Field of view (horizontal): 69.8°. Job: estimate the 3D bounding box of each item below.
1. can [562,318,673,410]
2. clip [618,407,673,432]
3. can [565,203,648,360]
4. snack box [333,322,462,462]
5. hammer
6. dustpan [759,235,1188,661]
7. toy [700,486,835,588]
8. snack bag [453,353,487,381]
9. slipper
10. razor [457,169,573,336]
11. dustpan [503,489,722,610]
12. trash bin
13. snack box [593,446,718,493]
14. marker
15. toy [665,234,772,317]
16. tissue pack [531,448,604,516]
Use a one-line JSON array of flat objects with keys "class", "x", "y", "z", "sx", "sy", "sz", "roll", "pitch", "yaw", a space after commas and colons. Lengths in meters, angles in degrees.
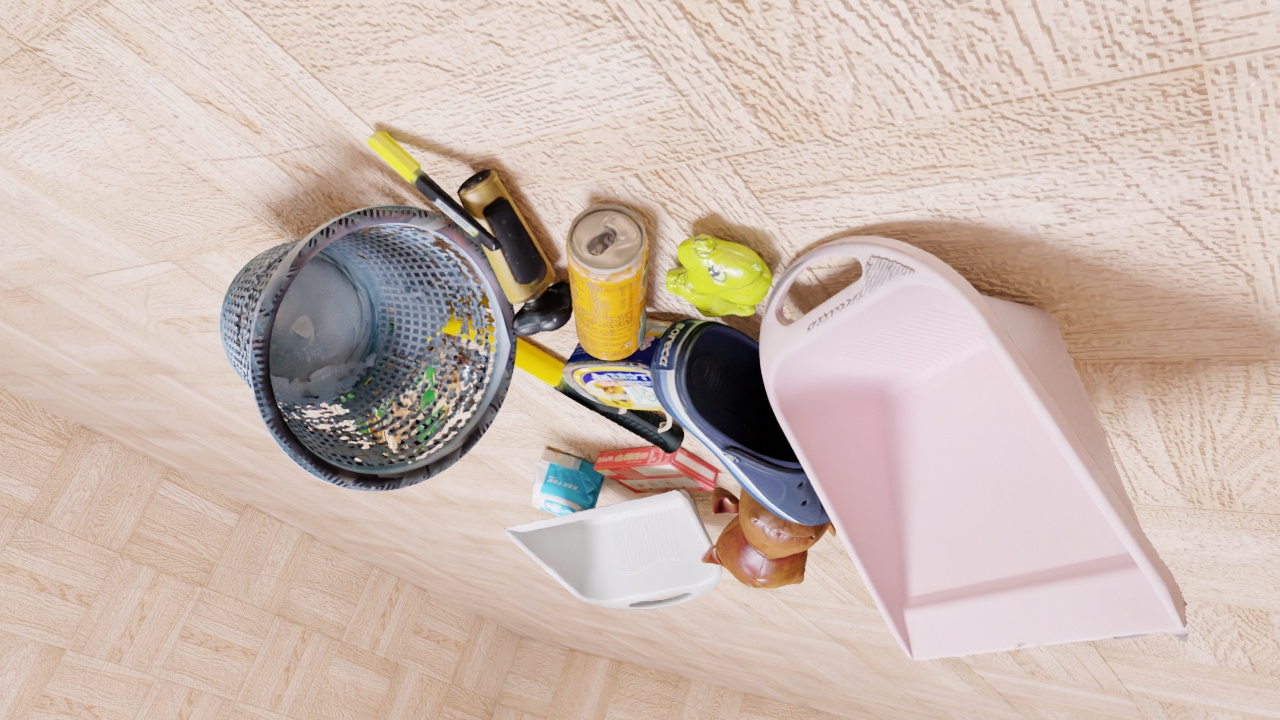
[{"class": "can", "x": -0.005, "y": 0.005, "z": 0.801, "sx": 0.148, "sy": 0.049, "sz": 0.074, "roll": 0, "pitch": 143, "yaw": 47}, {"class": "clip", "x": 0.009, "y": 0.030, "z": 0.882, "sx": 0.094, "sy": 0.034, "sz": 0.102, "roll": 15, "pitch": 152, "yaw": 9}, {"class": "can", "x": -0.024, "y": -0.055, "z": 0.692, "sx": 0.058, "sy": 0.058, "sz": 0.146, "roll": 17, "pitch": 156, "yaw": 7}, {"class": "snack box", "x": -0.267, "y": 0.026, "z": 0.964, "sx": 0.106, "sy": 0.117, "sz": 0.118, "roll": 24, "pitch": 140, "yaw": 20}, {"class": "hammer", "x": -0.079, "y": 0.017, "z": 0.924, "sx": 0.300, "sy": 0.032, "sz": 0.129, "roll": 31, "pitch": 155, "yaw": -24}, {"class": "dustpan", "x": 0.176, "y": 0.062, "z": 0.601, "sx": 0.138, "sy": 0.273, "sz": 0.223, "roll": 6, "pitch": 154, "yaw": -27}, {"class": "toy", "x": 0.143, "y": 0.181, "z": 1.009, "sx": 0.140, "sy": 0.130, "sz": 0.200, "roll": 18, "pitch": 135, "yaw": 9}, {"class": "snack bag", "x": -0.211, "y": 0.012, "z": 1.023, "sx": 0.045, "sy": 0.026, "sz": 0.106, "roll": 40, "pitch": 148, "yaw": -24}, {"class": "slipper", "x": 0.110, "y": 0.049, "z": 0.743, "sx": 0.095, "sy": 0.105, "sz": 0.253, "roll": 9, "pitch": 154, "yaw": 49}, {"class": "razor", "x": -0.094, "y": -0.080, "z": 0.704, "sx": 0.067, "sy": 0.062, "sz": 0.167, "roll": 43, "pitch": 166, "yaw": 35}, {"class": "dustpan", "x": -0.010, "y": 0.252, "z": 1.147, "sx": 0.223, "sy": 0.142, "sz": 0.257, "roll": -15, "pitch": 169, "yaw": 13}, {"class": "trash bin", "x": -0.252, "y": -0.023, "z": 0.785, "sx": 0.195, "sy": 0.226, "sz": 0.226, "roll": 14, "pitch": 160, "yaw": 46}, {"class": "snack box", "x": 0.016, "y": 0.133, "z": 1.108, "sx": 0.075, "sy": 0.025, "sz": 0.153, "roll": 32, "pitch": 154, "yaw": -29}, {"class": "marker", "x": -0.144, "y": -0.119, "z": 0.646, "sx": 0.124, "sy": 0.015, "sz": 0.018, "roll": 41, "pitch": 159, "yaw": 6}, {"class": "toy", "x": 0.058, "y": -0.058, "z": 0.655, "sx": 0.096, "sy": 0.031, "sz": 0.100, "roll": 30, "pitch": 159, "yaw": -30}, {"class": "tissue pack", "x": -0.099, "y": 0.174, "z": 1.240, "sx": 0.090, "sy": 0.063, "sz": 0.140, "roll": 18, "pitch": 156, "yaw": 1}]
